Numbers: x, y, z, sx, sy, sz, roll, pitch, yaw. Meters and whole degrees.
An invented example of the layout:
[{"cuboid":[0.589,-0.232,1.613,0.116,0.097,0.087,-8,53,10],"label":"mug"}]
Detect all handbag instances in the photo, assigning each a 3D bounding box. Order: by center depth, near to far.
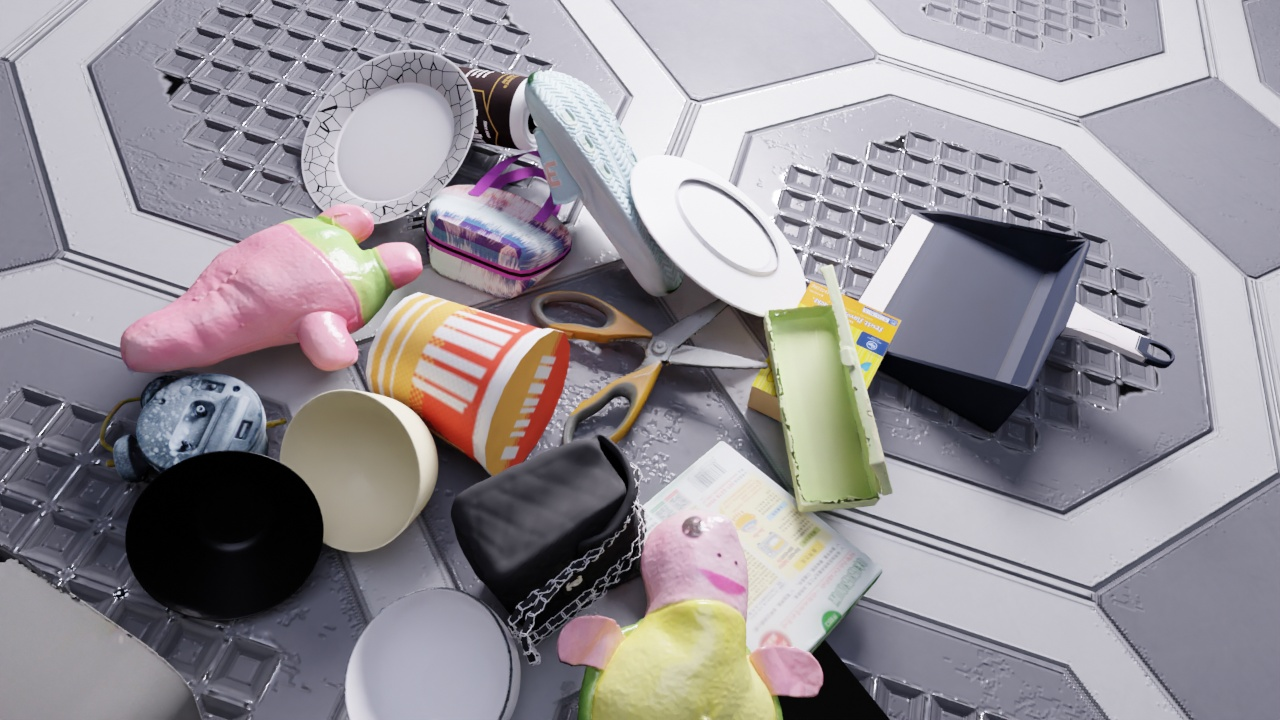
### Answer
[{"cuboid":[-0.044,0.132,0.628,0.125,0.154,0.114,-31,61,-12],"label":"handbag"},{"cuboid":[-0.126,-0.146,0.885,0.144,0.068,0.169,22,47,4],"label":"handbag"}]

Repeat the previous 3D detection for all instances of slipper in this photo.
[{"cuboid":[-0.043,-0.164,0.870,0.245,0.074,0.103,59,29,-3],"label":"slipper"}]

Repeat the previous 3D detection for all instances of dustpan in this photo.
[{"cuboid":[0.366,-0.047,0.894,0.273,0.080,0.235,31,55,11],"label":"dustpan"}]

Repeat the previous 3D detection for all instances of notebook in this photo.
[{"cuboid":[0.113,0.284,0.649,0.148,0.016,0.206,-27,64,-28],"label":"notebook"}]

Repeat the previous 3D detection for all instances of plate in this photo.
[{"cuboid":[0.081,-0.126,0.878,0.208,0.015,0.208,25,39,-23],"label":"plate"},{"cuboid":[-0.242,-0.214,0.890,0.189,0.016,0.188,-6,71,16],"label":"plate"}]

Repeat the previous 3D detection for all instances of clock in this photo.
[{"cuboid":[-0.344,0.055,0.698,0.129,0.052,0.090,12,54,-3],"label":"clock"}]

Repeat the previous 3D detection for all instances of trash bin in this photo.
[{"cuboid":[-0.372,0.242,0.484,0.197,0.198,0.219,30,48,9],"label":"trash bin"}]

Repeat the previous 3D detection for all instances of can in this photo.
[{"cuboid":[-0.158,-0.256,0.926,0.129,0.072,0.071,15,52,21],"label":"can"}]

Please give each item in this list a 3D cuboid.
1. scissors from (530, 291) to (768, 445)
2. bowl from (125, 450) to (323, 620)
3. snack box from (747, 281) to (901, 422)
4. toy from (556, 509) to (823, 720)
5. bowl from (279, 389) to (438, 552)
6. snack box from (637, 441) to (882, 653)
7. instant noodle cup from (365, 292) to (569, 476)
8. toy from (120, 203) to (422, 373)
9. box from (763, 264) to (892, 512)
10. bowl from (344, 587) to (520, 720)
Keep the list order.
[{"cuboid":[-0.004,0.003,0.806,0.225,0.016,0.224,13,59,12],"label":"scissors"},{"cuboid":[-0.291,0.115,0.650,0.124,0.124,0.052,-11,16,-18],"label":"bowl"},{"cuboid":[0.165,0.003,0.826,0.088,0.040,0.125,26,64,14],"label":"snack box"},{"cuboid":[0.029,0.212,0.608,0.190,0.088,0.237,11,65,-16],"label":"toy"},{"cuboid":[-0.199,0.077,0.692,0.118,0.118,0.074,33,13,12],"label":"bowl"},{"cuboid":[0.082,0.153,0.717,0.168,0.027,0.131,38,55,25],"label":"snack box"},{"cuboid":[-0.140,0.011,0.734,0.121,0.124,0.123,23,53,15],"label":"instant noodle cup"},{"cuboid":[-0.302,-0.049,0.749,0.192,0.097,0.236,33,50,31],"label":"toy"},{"cuboid":[0.146,0.027,0.755,0.083,0.091,0.187,-17,56,17],"label":"box"},{"cuboid":[-0.131,0.213,0.610,0.113,0.063,0.113,-4,67,9],"label":"bowl"}]
